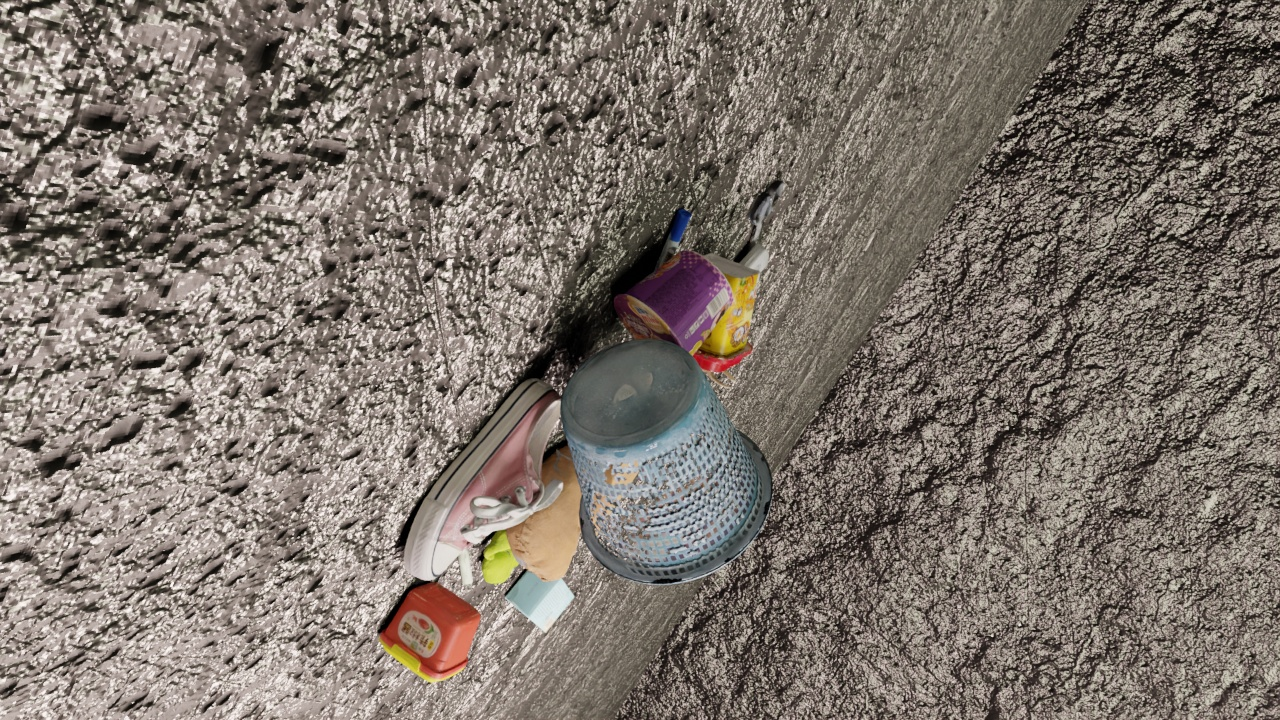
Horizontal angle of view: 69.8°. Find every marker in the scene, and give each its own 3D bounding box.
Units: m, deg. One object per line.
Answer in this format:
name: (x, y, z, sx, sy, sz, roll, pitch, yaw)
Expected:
marker: (0.025, -0.109, 1.058, 0.016, 0.017, 0.146, -32, 152, -51)

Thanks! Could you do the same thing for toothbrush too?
toothbrush: (-0.208, 0.227, 1.076, 0.029, 0.020, 0.190, -15, 150, -15)

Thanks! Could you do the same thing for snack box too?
snack box: (-0.153, 0.366, 1.420, 0.074, 0.051, 0.175, -51, 163, -17)
snack box: (-0.233, 0.304, 1.038, 0.080, 0.091, 0.082, -64, 162, 5)

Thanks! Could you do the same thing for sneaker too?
sneaker: (-0.147, 0.135, 0.944, 0.241, 0.088, 0.118, -54, 163, -6)

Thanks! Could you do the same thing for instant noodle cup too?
instant noodle cup: (0.042, -0.062, 1.022, 0.099, 0.111, 0.112, -46, 161, -17)
instant noodle cup: (0.091, -0.065, 1.175, 0.116, 0.116, 0.124, -23, 133, -59)

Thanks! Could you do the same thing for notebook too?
notebook: (-0.013, 0.160, 1.416, 0.207, 0.008, 0.148, -53, 166, -38)

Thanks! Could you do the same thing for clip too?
clip: (0.090, -0.006, 1.310, 0.035, 0.102, 0.095, 11, 88, -70)

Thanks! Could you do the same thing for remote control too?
remote control: (0.129, -0.104, 1.319, 0.150, 0.021, 0.058, -48, 161, -7)

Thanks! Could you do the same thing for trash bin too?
trash bin: (0.014, 0.091, 0.982, 0.226, 0.227, 0.195, -46, 138, -25)

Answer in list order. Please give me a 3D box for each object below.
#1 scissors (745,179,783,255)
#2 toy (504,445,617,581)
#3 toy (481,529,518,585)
scissors: (0.171, -0.189, 1.296, 0.133, 0.014, 0.175, -54, 163, 4)
toy: (-0.085, 0.170, 1.167, 0.225, 0.082, 0.144, -51, 144, -37)
toy: (-0.176, 0.247, 1.174, 0.096, 0.031, 0.100, -7, 126, -62)
